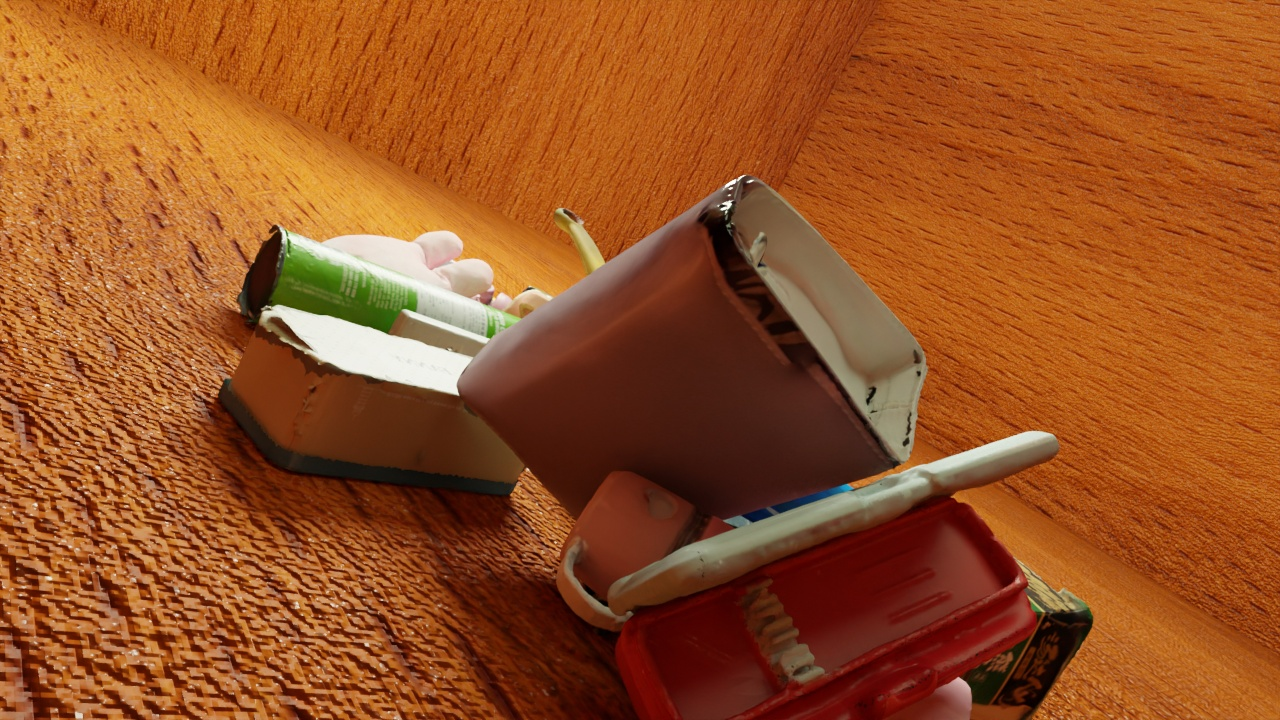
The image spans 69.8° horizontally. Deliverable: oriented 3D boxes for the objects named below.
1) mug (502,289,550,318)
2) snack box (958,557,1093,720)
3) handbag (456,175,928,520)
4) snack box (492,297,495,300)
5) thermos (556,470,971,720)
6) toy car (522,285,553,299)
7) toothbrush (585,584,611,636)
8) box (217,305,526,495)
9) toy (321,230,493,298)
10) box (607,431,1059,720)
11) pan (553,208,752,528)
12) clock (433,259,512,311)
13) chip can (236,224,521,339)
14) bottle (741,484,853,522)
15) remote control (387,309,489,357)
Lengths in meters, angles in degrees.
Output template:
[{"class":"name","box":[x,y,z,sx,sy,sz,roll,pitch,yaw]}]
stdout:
[{"class":"mug","box":[-0.073,-0.011,0.819,0.106,0.081,0.115,33,-27,18]},{"class":"snack box","box":[0.164,0.152,0.532,0.105,0.117,0.118,17,15,-37]},{"class":"handbag","box":[0.021,0.008,0.471,0.145,0.198,0.098,43,44,-22]},{"class":"snack box","box":[-0.182,-0.057,0.997,0.140,0.034,0.086,32,9,14]},{"class":"thermos","box":[0.053,0.131,0.434,0.198,0.067,0.087,33,32,3]},{"class":"toy car","box":[-0.067,-0.018,0.937,0.070,0.042,0.158,33,-19,52]},{"class":"toothbrush","box":[-0.033,0.106,0.525,0.017,0.012,0.185,26,8,-13]},{"class":"box","box":[-0.140,0.025,0.513,0.090,0.062,0.184,34,12,40]},{"class":"toy","box":[-0.204,-0.071,0.786,0.159,0.054,0.121,-20,54,-43]},{"class":"box","box":[0.093,0.090,0.374,0.201,0.102,0.095,-13,59,-28]},{"class":"pan","box":[-0.004,0.004,0.728,0.197,0.078,0.357,17,28,-47]},{"class":"clock","box":[-0.185,-0.057,0.886,0.158,0.060,0.117,33,10,25]},{"class":"chip can","box":[-0.171,-0.027,0.689,0.235,0.072,0.072,21,10,-39]},{"class":"bottle","box":[0.073,0.069,0.602,0.218,0.065,0.065,38,6,-12]},{"class":"remote control","box":[-0.127,0.008,0.673,0.135,0.056,0.019,20,11,-41]}]
